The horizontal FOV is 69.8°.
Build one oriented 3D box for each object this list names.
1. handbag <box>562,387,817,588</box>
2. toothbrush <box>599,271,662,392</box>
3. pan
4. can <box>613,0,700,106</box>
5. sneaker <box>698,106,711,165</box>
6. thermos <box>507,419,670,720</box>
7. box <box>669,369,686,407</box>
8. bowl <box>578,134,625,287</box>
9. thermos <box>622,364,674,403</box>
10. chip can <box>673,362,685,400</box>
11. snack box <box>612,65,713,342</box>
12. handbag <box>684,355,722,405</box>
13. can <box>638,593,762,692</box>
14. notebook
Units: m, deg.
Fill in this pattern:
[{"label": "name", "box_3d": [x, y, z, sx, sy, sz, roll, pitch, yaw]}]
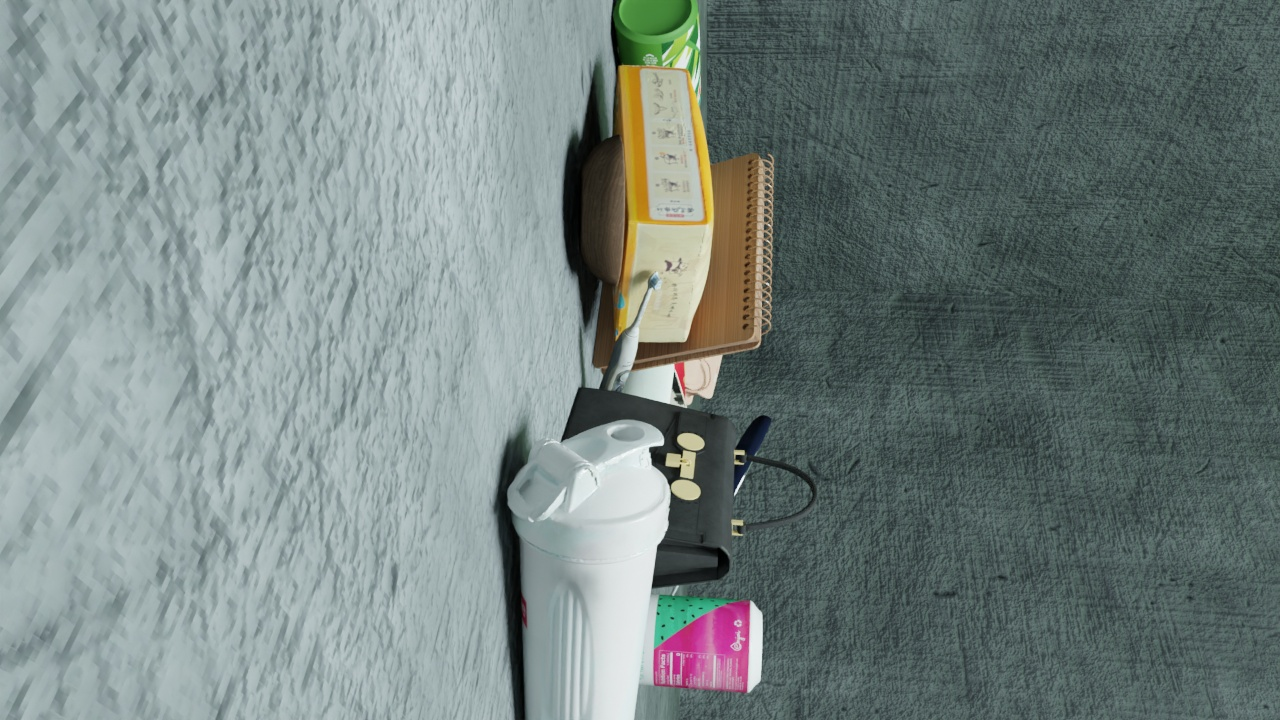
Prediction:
[{"label": "handbag", "box_3d": [0.037, 0.100, 0.707, 0.175, 0.196, 0.072, -77, 168, -60]}, {"label": "toothbrush", "box_3d": [-0.014, -0.002, 0.767, 0.024, 0.022, 0.186, 51, -43, 32]}, {"label": "pan", "box_3d": [0.054, 0.217, 1.013, 0.357, 0.021, 0.198, -64, 173, 9]}, {"label": "can", "box_3d": [0.020, -0.306, 0.942, 0.144, 0.083, 0.083, 80, 14, -64]}, {"label": "sneaker", "box_3d": [0.025, -0.199, 0.990, 0.089, 0.099, 0.237, -80, 177, -47]}, {"label": "thermos", "box_3d": [-0.035, 0.150, 0.573, 0.099, 0.099, 0.221, -72, 167, -69]}, {"label": "box", "box_3d": [0.060, 0.121, 1.040, 0.144, 0.101, 0.194, 107, -22, -45]}, {"label": "bowl", "box_3d": [-0.032, -0.116, 0.712, 0.118, 0.030, 0.118, 179, -88, -84]}, {"label": "thermos", "box_3d": [-0.008, 0.068, 0.903, 0.229, 0.068, 0.068, -78, 168, -57]}, {"label": "chip can", "box_3d": [0.023, 0.048, 1.157, 0.073, 0.073, 0.233, -74, 164, -65]}, {"label": "snack box", "box_3d": [0.017, -0.134, 0.789, 0.145, 0.080, 0.195, 99, -10, -53]}, {"label": "handbag", "box_3d": [0.022, -0.008, 1.285, 0.188, 0.116, 0.198, -21, -133, 53]}, {"label": "can", "box_3d": [0.037, 0.281, 0.919, 0.088, 0.166, 0.088, 4, 88, -84]}, {"label": "notebook", "box_3d": [0.043, -0.093, 0.862, 0.022, 0.169, 0.210, 46, 42, -49]}]
